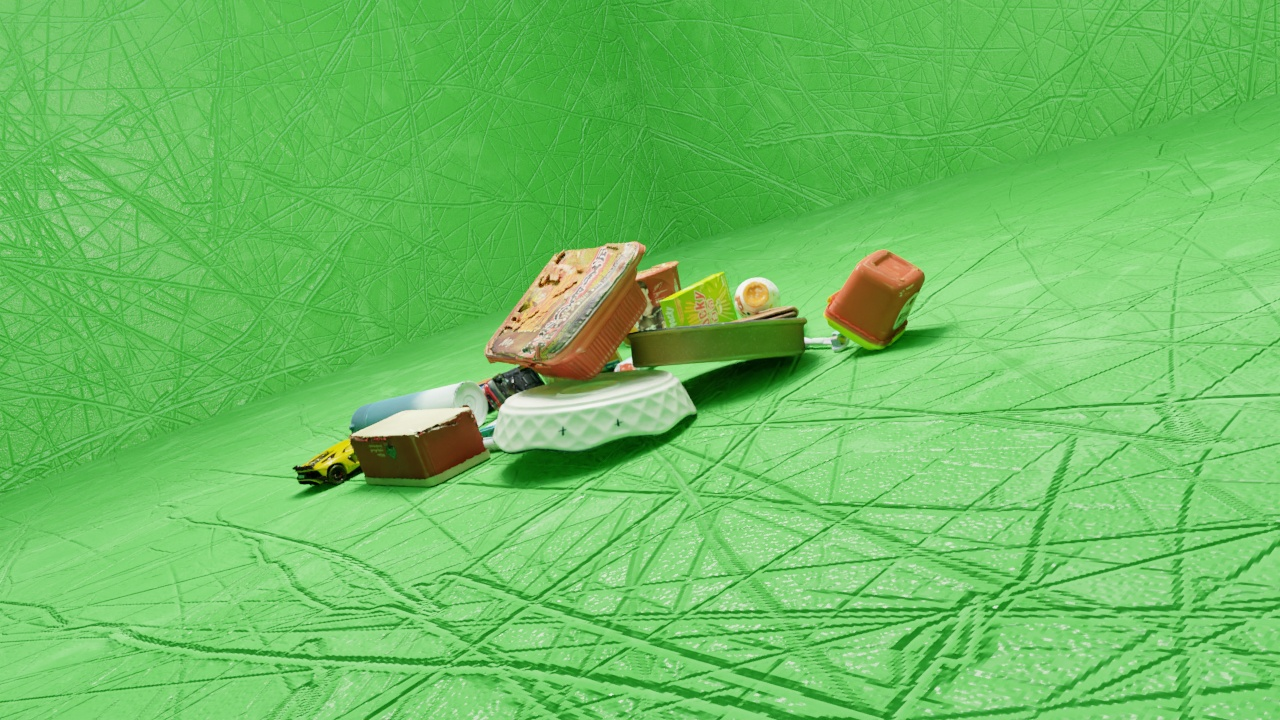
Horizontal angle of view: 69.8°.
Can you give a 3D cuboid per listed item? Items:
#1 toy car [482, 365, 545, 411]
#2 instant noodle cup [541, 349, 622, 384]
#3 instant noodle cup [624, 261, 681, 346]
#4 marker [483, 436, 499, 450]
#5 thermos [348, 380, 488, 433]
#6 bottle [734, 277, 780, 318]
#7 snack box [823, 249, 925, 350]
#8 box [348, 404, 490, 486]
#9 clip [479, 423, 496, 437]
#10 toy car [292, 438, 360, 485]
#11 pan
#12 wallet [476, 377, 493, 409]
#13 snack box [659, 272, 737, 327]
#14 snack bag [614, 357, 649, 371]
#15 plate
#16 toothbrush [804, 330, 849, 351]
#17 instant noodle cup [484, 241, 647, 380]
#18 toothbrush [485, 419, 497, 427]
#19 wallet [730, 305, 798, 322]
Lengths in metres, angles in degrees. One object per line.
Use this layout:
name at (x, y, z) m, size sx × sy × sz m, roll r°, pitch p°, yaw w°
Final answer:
toy car at (-0.175, 0.041, 1.258) m, size 0.045 × 0.053 × 0.120 m, roll -39°, pitch -6°, yaw 21°
instant noodle cup at (-0.105, -0.035, 1.306) m, size 0.111 × 0.151 × 0.151 m, roll -27°, pitch 10°, yaw -3°
instant noodle cup at (0.011, -0.089, 1.490) m, size 0.138 × 0.108 × 0.138 m, roll -17°, pitch 9°, yaw 3°
marker at (-0.135, 0.088, 1.014) m, size 0.146 × 0.017 × 0.016 m, roll -11°, pitch 11°, yaw 35°
thermos at (-0.309, 0.075, 1.261) m, size 0.221 × 0.070 × 0.070 m, roll -11°, pitch 11°, yaw 33°
bottle at (0.161, -0.084, 1.263) m, size 0.063 × 0.063 × 0.108 m, roll -16°, pitch -7°, yaw 8°
snack box at (0.244, -0.066, 0.951) m, size 0.082 × 0.080 × 0.091 m, roll 34°, pitch 34°, yaw 19°
box at (-0.254, 0.089, 1.037) m, size 0.091 × 0.078 × 0.169 m, roll -27°, pitch 13°, yaw -40°
clip at (-0.172, 0.084, 1.118) m, size 0.056 × 0.014 × 0.041 m, roll -17°, pitch 9°, yaw -5°
toy car at (-0.368, 0.122, 1.177) m, size 0.071 × 0.041 × 0.155 m, roll -8°, pitch 12°, yaw 44°
pan at (0.021, -0.032, 1.059) m, size 0.358 × 0.078 × 0.197 m, roll -5°, pitch -1°, yaw 40°
wallet at (-0.240, 0.054, 1.352) m, size 0.106 × 0.040 × 0.132 m, roll -19°, pitch 9°, yaw 16°
snack box at (0.085, -0.065, 1.283) m, size 0.026 × 0.086 × 0.156 m, roll -10°, pitch 12°, yaw 35°
snack bag at (-0.007, 0.007, 1.216) m, size 0.045 × 0.026 × 0.105 m, roll -23°, pitch 5°, yaw 28°
plate at (-0.049, 0.047, 0.920) m, size 0.205 × 0.045 × 0.204 m, roll -8°, pitch 7°, yaw 1°
toothbrush at (0.176, -0.021, 1.069) m, size 0.021 × 0.029 × 0.189 m, roll 22°, pitch -11°, yaw -24°
instant noodle cup at (-0.073, -0.046, 0.987) m, size 0.189 × 0.079 × 0.164 m, roll 5°, pitch 54°, yaw 55°
toothbrush at (-0.132, 0.053, 1.206) m, size 0.016 × 0.018 × 0.191 m, roll -7°, pitch 14°, yaw 45°
wallet at (0.151, -0.046, 1.176) m, size 0.108 × 0.031 × 0.131 m, roll -16°, pitch 1°, yaw 12°
